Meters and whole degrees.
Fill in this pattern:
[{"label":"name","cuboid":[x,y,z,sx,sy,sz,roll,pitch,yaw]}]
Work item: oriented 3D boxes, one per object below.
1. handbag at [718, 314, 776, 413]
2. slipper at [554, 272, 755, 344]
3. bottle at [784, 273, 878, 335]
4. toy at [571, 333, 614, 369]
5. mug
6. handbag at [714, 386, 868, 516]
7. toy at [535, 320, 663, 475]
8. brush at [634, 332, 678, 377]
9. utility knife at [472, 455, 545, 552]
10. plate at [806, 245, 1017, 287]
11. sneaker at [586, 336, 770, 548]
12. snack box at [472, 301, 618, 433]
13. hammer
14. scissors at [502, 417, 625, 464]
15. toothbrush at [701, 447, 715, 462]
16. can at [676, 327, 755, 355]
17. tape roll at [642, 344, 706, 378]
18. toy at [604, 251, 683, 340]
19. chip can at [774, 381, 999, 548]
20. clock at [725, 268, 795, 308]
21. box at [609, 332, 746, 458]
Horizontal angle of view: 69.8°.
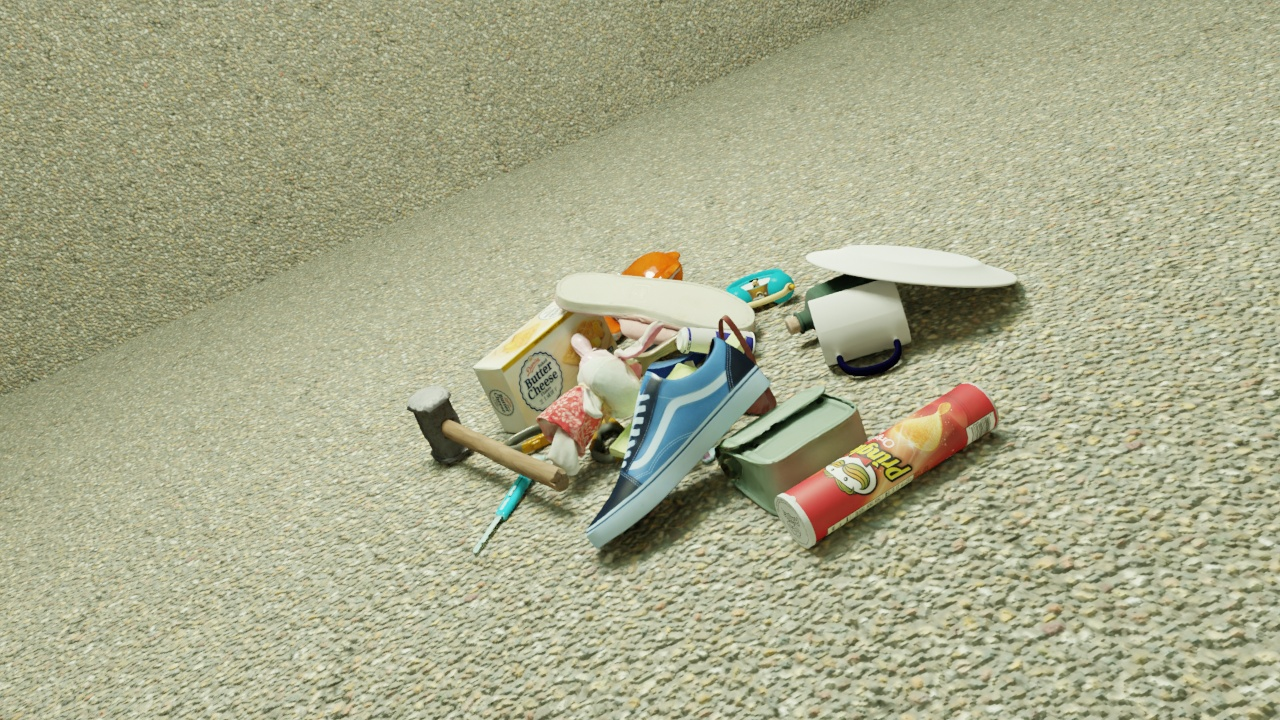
[{"label":"handbag","cuboid":[0.110,0.004,1.016,0.055,0.120,0.029,2,33,43]},{"label":"slipper","cuboid":[0.018,-0.064,1.227,0.274,0.054,0.113,11,36,12]},{"label":"bottle","cuboid":[0.241,-0.065,1.123,0.131,0.061,0.061,-23,21,-2]},{"label":"toy","cuboid":[-0.057,0.005,1.215,0.047,0.063,0.110,-54,32,15]},{"label":"mug","cuboid":[0.251,-0.031,1.039,0.097,0.079,0.111,-17,52,12]},{"label":"handbag","cuboid":[0.147,0.082,0.886,0.121,0.067,0.106,-30,23,-16]},{"label":"toy","cuboid":[-0.044,0.044,1.048,0.193,0.084,0.159,-50,-9,-30]},{"label":"brush","cuboid":[-0.007,0.007,1.159,0.151,0.039,0.012,-32,34,-1]},{"label":"utility knife","cuboid":[-0.147,0.162,1.038,0.022,0.015,0.161,-11,28,28]},{"label":"plate","cuboid":[0.321,-0.118,1.094,0.242,0.016,0.242,4,15,-1]},{"label":"sneaker","cuboid":[0.015,0.073,0.914,0.241,0.098,0.083,-46,-4,-10]},{"label":"snack box","cuboid":[-0.124,-0.002,1.251,0.058,0.104,0.207,-1,31,41]},{"label":"hammer","cuboid":[-0.182,0.104,1.097,0.052,0.098,0.329,-35,29,-28]},{"label":"scissors","cuboid":[-0.062,0.081,1.133,0.225,0.016,0.229,-23,22,-8]},{"label":"toothbrush","cuboid":[0.134,0.071,0.983,0.155,0.016,0.022,-24,56,-3]},{"label":"can","cuboid":[0.094,-0.023,1.146,0.095,0.032,0.032,3,19,-14]},{"label":"tape roll","cuboid":[0.044,-0.007,1.226,0.091,0.016,0.092,-11,26,25]},{"label":"toy","cuboid":[-0.008,-0.101,1.396,0.173,0.093,0.163,-30,19,13]},{"label":"chip can","cuboid":[0.222,0.090,0.820,0.214,0.052,0.052,-28,24,-15]},{"label":"clock","cuboid":[0.165,-0.098,1.287,0.099,0.044,0.129,-19,17,7]},{"label":"box","cuboid":[0.055,0.050,1.057,0.128,0.066,0.187,-28,14,41]}]
